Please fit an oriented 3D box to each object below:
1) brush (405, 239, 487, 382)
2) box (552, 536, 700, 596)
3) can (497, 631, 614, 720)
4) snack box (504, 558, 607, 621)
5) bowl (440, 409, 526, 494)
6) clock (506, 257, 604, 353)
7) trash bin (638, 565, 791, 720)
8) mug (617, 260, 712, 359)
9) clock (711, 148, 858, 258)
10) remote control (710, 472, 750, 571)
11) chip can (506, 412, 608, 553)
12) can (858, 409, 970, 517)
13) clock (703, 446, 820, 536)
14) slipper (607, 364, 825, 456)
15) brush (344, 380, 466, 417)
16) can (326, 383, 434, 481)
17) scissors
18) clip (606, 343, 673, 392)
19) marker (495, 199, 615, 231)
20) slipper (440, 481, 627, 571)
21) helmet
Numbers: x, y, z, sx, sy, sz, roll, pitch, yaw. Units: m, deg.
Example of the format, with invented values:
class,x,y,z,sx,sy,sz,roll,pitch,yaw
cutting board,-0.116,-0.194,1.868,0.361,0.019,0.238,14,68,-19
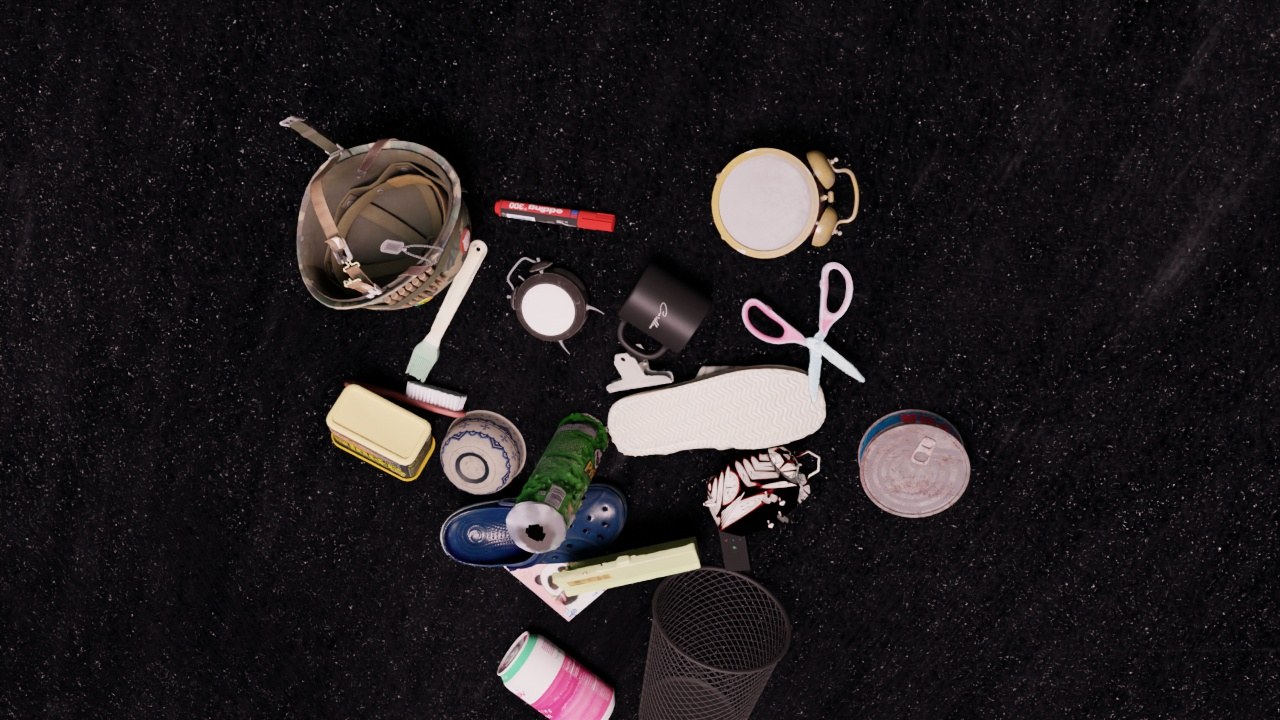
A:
class,x,y,z,sx,sy,sz,roll,pitch,yaw
brush,-0.250,-0.063,1.187,0.033,0.012,0.218,30,113,-3
box,-0.014,0.272,1.206,0.188,0.140,0.048,-13,79,1
can,-0.122,0.477,1.349,0.166,0.088,0.088,39,114,-7
snack box,-0.127,0.291,1.302,0.154,0.033,0.088,42,112,-8
bowl,-0.217,0.131,1.236,0.115,0.059,0.116,4,113,9
clock,-0.114,-0.072,1.140,0.123,0.043,0.091,39,114,-7
trash bin,0.086,0.420,1.246,0.184,0.183,0.211,15,120,4
mug,0.020,-0.052,1.106,0.088,0.078,0.114,32,118,-4
clock,0.163,-0.178,1.022,0.159,0.081,0.117,-2,102,21
remote control,0.122,0.219,1.236,0.034,0.013,0.150,-6,111,13
chip can,-0.098,0.146,1.131,0.075,0.222,0.075,5,116,10
can,0.338,0.128,1.141,0.130,0.044,0.130,4,113,9
clock,0.162,0.166,1.154,0.155,0.065,0.115,-30,140,5
slipper,0.094,0.065,1.154,0.273,0.054,0.114,-8,108,9
brush,-0.314,0.041,1.232,0.172,0.041,0.030,14,97,7
can,-0.341,0.095,1.210,0.131,0.072,0.101,28,159,-2
scissors,0.211,-0.041,1.091,0.170,0.014,0.168,37,100,2
clip,-0.006,0.008,1.157,0.102,0.040,0.054,-10,108,36
marker,-0.104,-0.175,1.105,0.145,0.023,0.021,9,121,7
slipper,-0.140,0.229,1.217,0.253,0.095,0.105,-8,93,-2
helmet,-0.297,-0.153,1.038,0.225,0.235,0.192,-29,71,30
